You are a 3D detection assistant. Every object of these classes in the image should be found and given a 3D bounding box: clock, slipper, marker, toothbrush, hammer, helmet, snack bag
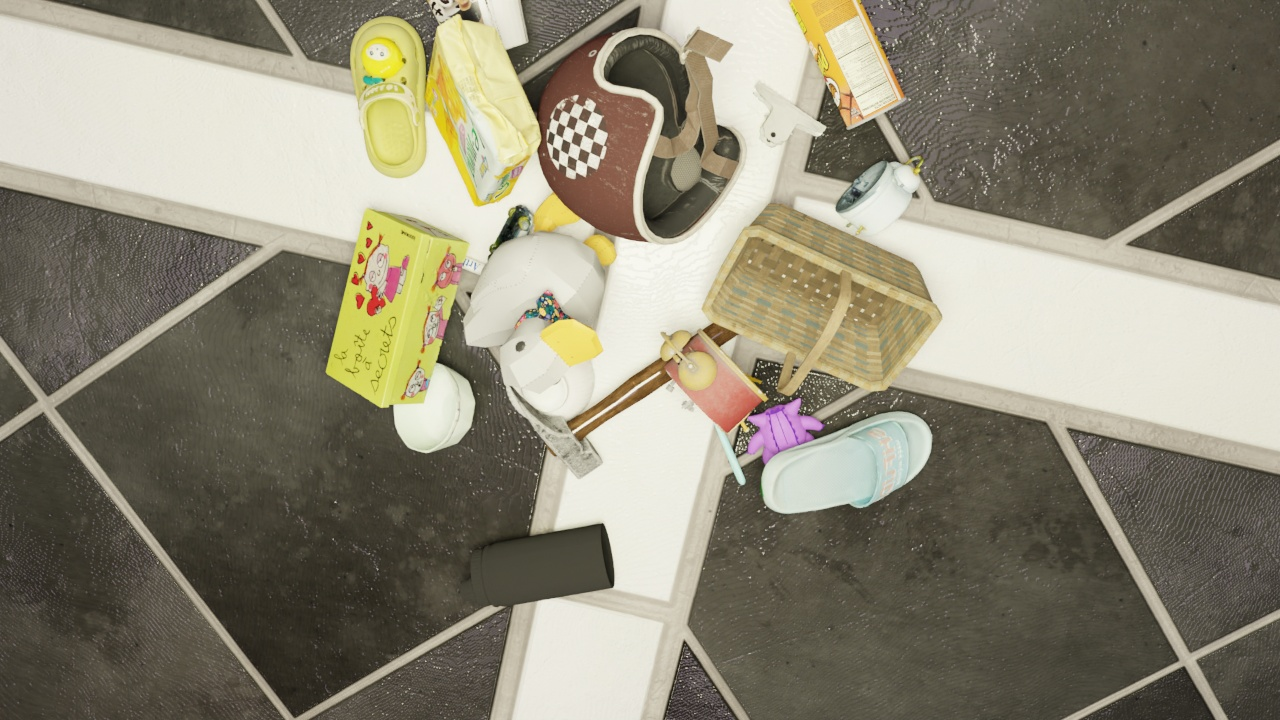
[{"bbox_3d":[0.073,0.022,1.089,0.081,0.117,0.159,-44,126,5],"label":"clock"},{"bbox_3d":[0.267,0.139,1.153,0.245,0.074,0.104,-13,108,-19],"label":"slipper"},{"bbox_3d":[-0.204,-0.117,1.175,0.145,0.017,0.017,22,102,-2],"label":"marker"},{"bbox_3d":[0.105,0.088,1.193,0.016,0.016,0.181,-30,113,-19],"label":"toothbrush"},{"bbox_3d":[-0.007,0.007,1.137,0.300,0.037,0.218,-34,139,-1],"label":"hammer"},{"bbox_3d":[0.291,-0.204,1.104,0.057,0.083,0.118,42,104,-12],"label":"clock"},{"bbox_3d":[0.005,-0.249,1.016,0.253,0.232,0.234,34,109,29],"label":"helmet"},{"bbox_3d":[-0.179,-0.274,1.039,0.068,0.247,0.159,-27,95,-16],"label":"snack bag"},{"bbox_3d":[-0.308,-0.315,1.106,0.092,0.081,0.191,-1,105,5],"label":"slipper"}]

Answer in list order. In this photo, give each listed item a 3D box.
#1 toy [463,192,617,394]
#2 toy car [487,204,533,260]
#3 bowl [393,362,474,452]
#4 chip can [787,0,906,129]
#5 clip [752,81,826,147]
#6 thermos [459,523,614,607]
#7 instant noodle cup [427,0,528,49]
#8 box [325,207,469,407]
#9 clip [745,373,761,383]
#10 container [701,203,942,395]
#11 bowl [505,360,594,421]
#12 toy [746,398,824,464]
[{"bbox_3d":[-0.119,-0.064,1.064,0.247,0.266,0.141,-16,131,38],"label":"toy"},{"bbox_3d":[-0.162,-0.153,1.157,0.027,0.039,0.090,18,107,-44],"label":"toy car"},{"bbox_3d":[-0.257,0.061,1.183,0.118,0.061,0.117,-5,82,35],"label":"bowl"},{"bbox_3d":[0.230,-0.385,1.070,0.075,0.075,0.215,-27,100,7],"label":"chip can"},{"bbox_3d":[0.170,-0.290,1.126,0.101,0.046,0.056,33,97,-4],"label":"clip"},{"bbox_3d":[-0.140,0.277,1.222,0.199,0.086,0.086,-11,101,5],"label":"thermos"},{"bbox_3d":[-0.191,-0.418,1.066,0.124,0.123,0.122,-16,110,5],"label":"instant noodle cup"},{"bbox_3d":[-0.303,-0.063,1.134,0.124,0.081,0.221,28,104,33],"label":"box"},{"bbox_3d":[0.127,0.032,1.181,0.054,0.049,0.044,26,136,-4],"label":"clip"},{"bbox_3d":[0.207,-0.056,1.068,0.250,0.185,0.158,24,134,-3],"label":"container"},{"bbox_3d":[-0.120,0.031,1.181,0.118,0.062,0.118,0,102,2],"label":"bowl"},{"bbox_3d":[0.185,0.096,1.185,0.106,0.055,0.088,-21,102,6],"label":"toy"}]
